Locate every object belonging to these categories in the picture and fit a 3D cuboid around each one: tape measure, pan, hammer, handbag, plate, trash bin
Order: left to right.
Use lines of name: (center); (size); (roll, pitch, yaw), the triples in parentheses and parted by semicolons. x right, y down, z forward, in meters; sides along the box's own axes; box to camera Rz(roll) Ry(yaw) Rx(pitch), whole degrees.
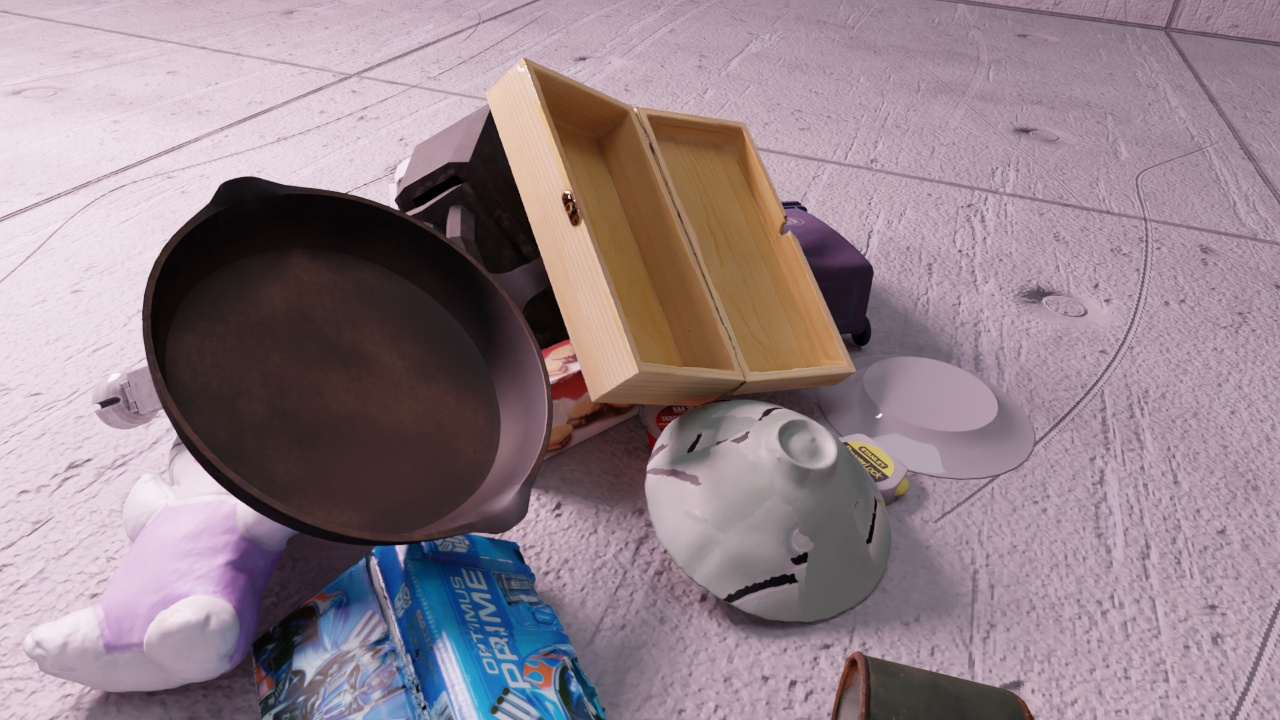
hammer: (-0.213, -0.014, 0.666); (0.126, 0.036, 0.315); (-16, 3, 26)
pan: (-0.125, -0.018, 0.566); (0.248, 0.043, 0.354); (50, 38, 5)
handbag: (-0.117, -0.070, 0.728); (0.102, 0.197, 0.199); (-25, 28, 15)
tape measure: (0.034, 0.053, 0.692); (0.060, 0.020, 0.062); (-3, 34, -11)
trash bin: (0.140, -0.082, 0.858); (0.093, 0.092, 0.160); (-6, 30, -16)
tape measure: (0.157, 0.081, 0.667); (0.064, 0.017, 0.064); (-14, 37, -27)
plate: (0.234, 0.033, 0.750); (0.173, 0.019, 0.172); (3, 33, -2)

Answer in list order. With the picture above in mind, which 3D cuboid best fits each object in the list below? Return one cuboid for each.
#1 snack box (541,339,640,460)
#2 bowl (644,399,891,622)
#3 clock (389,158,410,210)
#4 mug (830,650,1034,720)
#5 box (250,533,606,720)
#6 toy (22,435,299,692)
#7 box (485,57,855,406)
snack box: (-0.004, 0.004, 0.714); (0.272, 0.077, 0.044); (-23, 46, -37)
bowl: (0.093, 0.073, 0.582); (0.174, 0.068, 0.173); (11, 45, -11)
clock: (-0.205, -0.120, 0.848); (0.061, 0.120, 0.159); (-5, 42, -14)
mug: (0.132, 0.201, 0.427); (0.081, 0.085, 0.110); (11, 64, 7)
box: (-0.093, 0.176, 0.437); (0.166, 0.075, 0.243); (-12, 36, -23)
toy: (-0.233, 0.093, 0.528); (0.138, 0.085, 0.208); (-13, 35, 20)
box: (0.030, -0.090, 0.689); (0.256, 0.076, 0.247); (-3, 65, -39)
